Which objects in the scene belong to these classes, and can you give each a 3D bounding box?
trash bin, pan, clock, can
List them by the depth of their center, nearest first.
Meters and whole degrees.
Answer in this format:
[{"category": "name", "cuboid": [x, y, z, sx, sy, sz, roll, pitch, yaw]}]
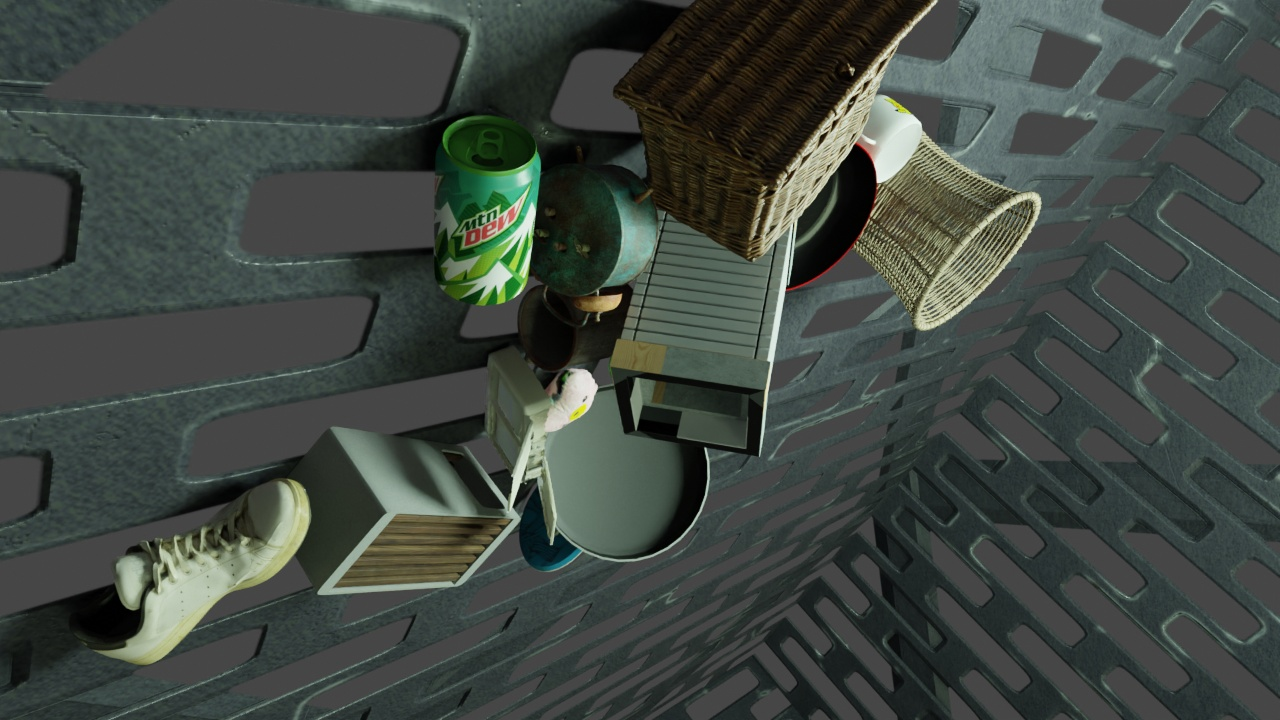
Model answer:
[{"category": "can", "cuboid": [-0.129, -0.122, 0.763, 0.082, 0.083, 0.144, -26, 149, -31]}, {"category": "clock", "cuboid": [-0.056, -0.105, 0.843, 0.073, 0.121, 0.158, -15, 133, -51]}, {"category": "trash bin", "cuboid": [0.073, -0.053, 0.941, 0.143, 0.142, 0.246, 81, 20, -59]}, {"category": "trash bin", "cuboid": [-0.256, 0.163, 0.982, 0.114, 0.114, 0.228, -48, 154, 10]}, {"category": "pan", "cuboid": [0.141, -0.198, 1.047, 0.355, 0.067, 0.209, 25, 112, -45]}, {"category": "pan", "cuboid": [0.007, 0.086, 1.195, 0.355, 0.225, 0.034, -63, -170, -13]}]

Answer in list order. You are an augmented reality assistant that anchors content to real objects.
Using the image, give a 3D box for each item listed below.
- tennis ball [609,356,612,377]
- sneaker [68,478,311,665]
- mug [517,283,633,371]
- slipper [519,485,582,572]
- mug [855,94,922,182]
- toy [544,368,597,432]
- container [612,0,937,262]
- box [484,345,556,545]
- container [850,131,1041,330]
[{"category": "tennis ball", "cuboid": [-0.007, 0.007, 1.150, 0.065, 0.065, 0.065, -33, 152, -20]}, {"category": "sneaker", "cuboid": [-0.417, 0.184, 0.837, 0.241, 0.089, 0.102, -40, 146, 4]}, {"category": "mug", "cuboid": [-0.072, -0.033, 0.984, 0.110, 0.096, 0.123, -7, 157, -44]}, {"category": "slipper", "cuboid": [-0.066, 0.157, 1.239, 0.295, 0.118, 0.060, -45, 150, 3]}, {"category": "mug", "cuboid": [0.287, -0.275, 1.130, 0.115, 0.068, 0.094, -4, 135, -52]}, {"category": "toy", "cuboid": [-0.090, 0.048, 1.115, 0.103, 0.050, 0.093, -49, 157, 20]}, {"category": "container", "cuboid": [0.114, -0.225, 0.821, 0.249, 0.162, 0.183, -50, 163, -19]}, {"category": "box", "cuboid": [-0.130, 0.090, 0.988, 0.065, 0.185, 0.146, -4, 137, -14]}, {"category": "container", "cuboid": [0.387, -0.190, 1.254, 0.226, 0.196, 0.227, -33, 152, -20]}]
